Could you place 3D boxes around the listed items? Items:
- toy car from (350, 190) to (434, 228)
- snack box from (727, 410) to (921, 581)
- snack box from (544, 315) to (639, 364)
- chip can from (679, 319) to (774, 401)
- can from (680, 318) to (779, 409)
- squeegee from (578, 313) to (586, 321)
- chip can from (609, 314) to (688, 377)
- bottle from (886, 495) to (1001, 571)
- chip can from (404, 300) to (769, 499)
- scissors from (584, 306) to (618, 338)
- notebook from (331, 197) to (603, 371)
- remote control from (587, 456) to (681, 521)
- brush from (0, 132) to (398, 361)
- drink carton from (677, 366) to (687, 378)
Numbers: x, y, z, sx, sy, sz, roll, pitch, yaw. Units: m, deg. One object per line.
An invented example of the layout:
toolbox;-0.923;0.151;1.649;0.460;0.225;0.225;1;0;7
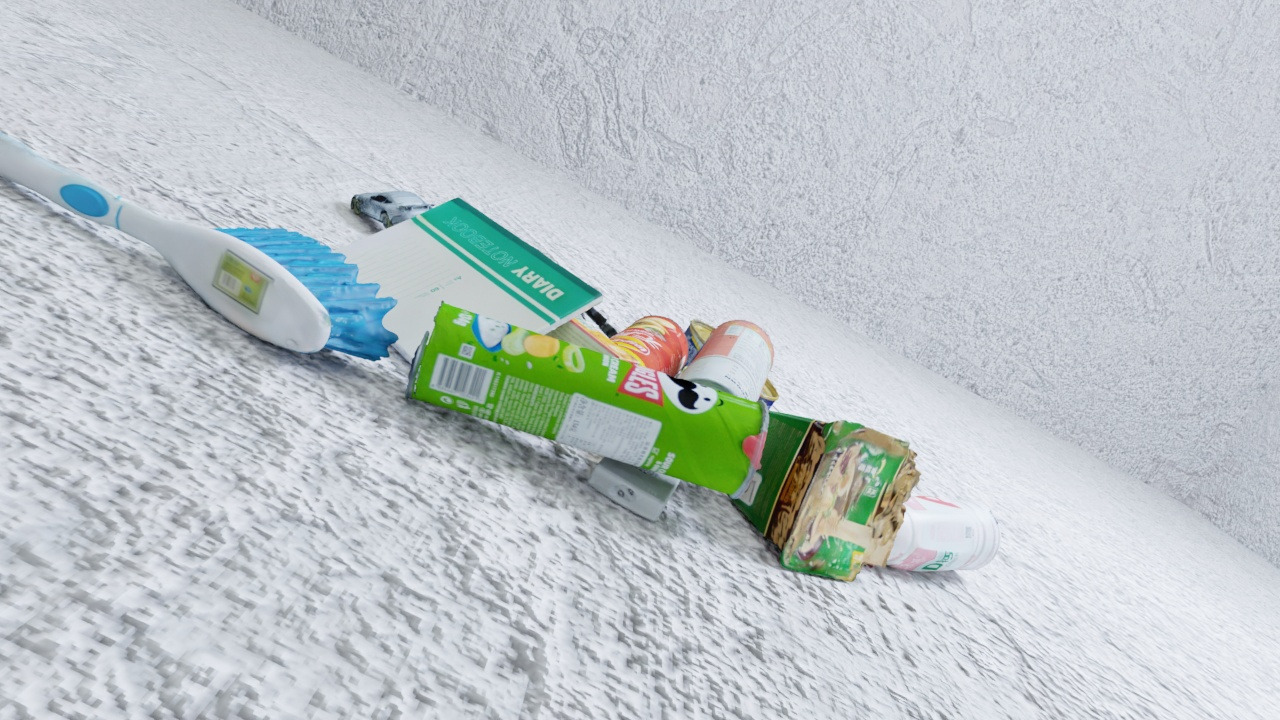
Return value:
toy car;-0.272;-0.169;1.006;0.054;0.037;0.121;-13;25;-41
snack box;0.136;0.097;0.729;0.117;0.118;0.106;20;3;-35
snack box;-0.075;-0.005;0.730;0.156;0.077;0.027;37;15;36
chip can;0.071;0.020;0.792;0.071;0.071;0.214;29;20;5
can;0.092;0.015;1.026;0.074;0.049;0.148;13;28;-43
squeegee;-0.164;-0.106;1.035;0.246;0.039;0.246;27;13;-5
chip can;-0.005;0.005;0.832;0.073;0.073;0.216;30;15;6
bottle;0.250;0.154;0.821;0.196;0.068;0.068;12;20;-43
chip can;-0.034;0.028;0.623;0.236;0.072;0.072;17;14;-7
scissors;-0.062;-0.063;1.085;0.173;0.014;0.141;48;-1;33
notebook;-0.152;-0.063;0.738;0.150;0.012;0.209;-32;49;-28
remote control;0.003;0.081;0.684;0.056;0.019;0.135;29;13;6
brush;-0.309;-0.084;0.616;0.315;0.061;0.109;30;16;20
drink carton;0.082;0.058;0.886;0.122;0.046;0.053;28;21;4
